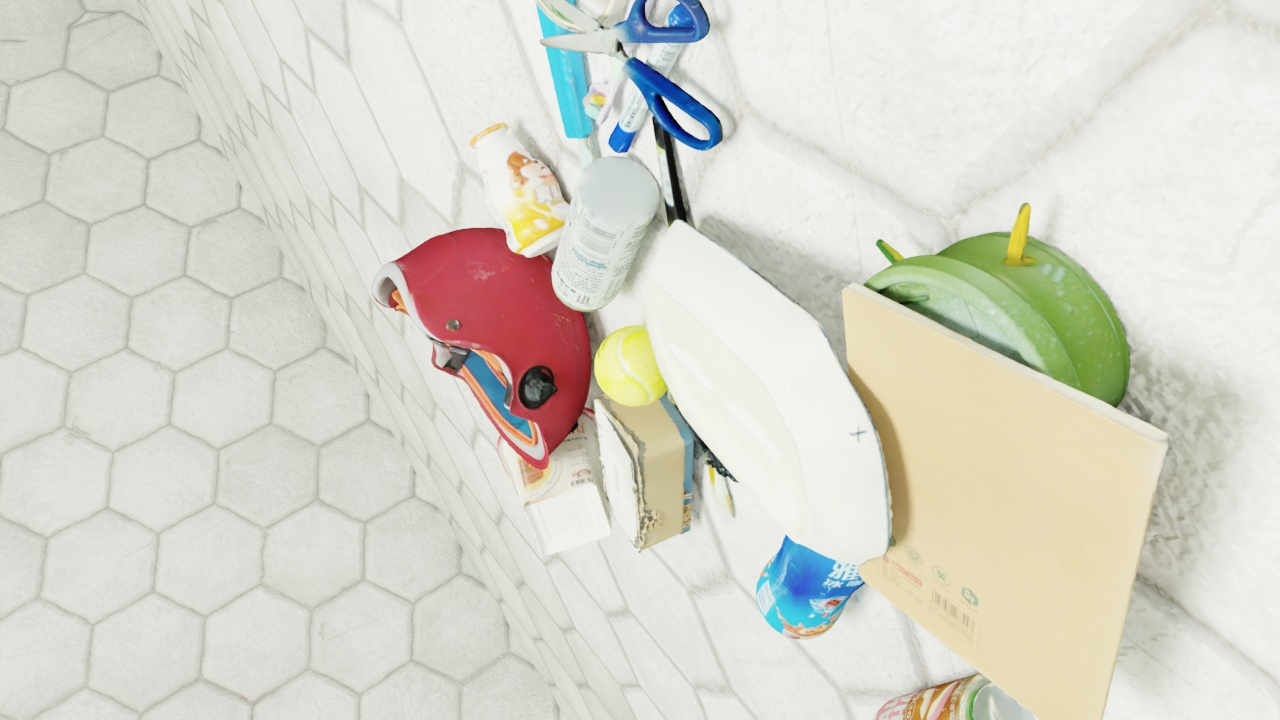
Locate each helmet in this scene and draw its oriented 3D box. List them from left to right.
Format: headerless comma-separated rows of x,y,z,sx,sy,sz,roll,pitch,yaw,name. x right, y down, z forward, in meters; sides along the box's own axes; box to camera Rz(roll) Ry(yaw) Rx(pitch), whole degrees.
-0.123,-0.026,0.864,0.240,0.143,0.207,54,163,-26,helmet

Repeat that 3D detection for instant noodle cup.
-0.082,0.127,0.959,0.124,0.116,0.117,-108,2,-57,instant noodle cup

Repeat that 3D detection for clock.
0.160,0.015,0.409,0.161,0.056,0.116,63,159,-9,clock

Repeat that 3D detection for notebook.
0.151,0.076,0.417,0.148,0.008,0.208,36,149,45,notebook

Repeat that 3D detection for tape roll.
-0.042,-0.242,0.552,0.086,0.013,0.086,31,143,27,tape roll

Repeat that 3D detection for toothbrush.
-0.005,-0.203,0.539,0.190,0.021,0.029,127,131,-64,toothbrush
0.051,0.063,0.755,0.016,0.018,0.191,33,145,52,toothbrush

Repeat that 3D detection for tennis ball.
-0.004,0.004,0.739,0.065,0.065,0.066,47,155,30,tennis ball

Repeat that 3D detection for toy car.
0.058,0.049,0.705,0.049,0.031,0.105,8,133,59,toy car

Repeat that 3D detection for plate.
0.058,0.017,0.544,0.265,0.034,0.162,-130,22,-56,plate

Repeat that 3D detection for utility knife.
-0.051,-0.201,0.639,0.034,0.018,0.188,31,144,38,utility knife

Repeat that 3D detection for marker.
0.005,-0.170,0.566,0.017,0.016,0.146,58,158,5,marker
0.024,-0.104,0.612,0.018,0.015,0.124,44,152,54,marker

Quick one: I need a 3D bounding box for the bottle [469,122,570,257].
-0.101,-0.143,0.765,0.108,0.063,0.063,60,158,-3,bottle

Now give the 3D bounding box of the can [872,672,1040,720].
0.203,0.242,0.600,0.058,0.057,0.148,53,157,17,can

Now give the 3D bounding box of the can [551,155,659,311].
-0.030,-0.090,0.685,0.058,0.058,0.147,56,158,10,can

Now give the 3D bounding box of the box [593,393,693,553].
0.003,0.093,0.829,0.089,0.061,0.185,57,159,33,box

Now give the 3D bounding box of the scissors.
-0.009,-0.179,0.537,0.160,0.012,0.164,56,158,-13,scissors

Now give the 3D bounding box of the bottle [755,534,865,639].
0.127,0.124,0.610,0.065,0.065,0.219,50,155,24,bottle
